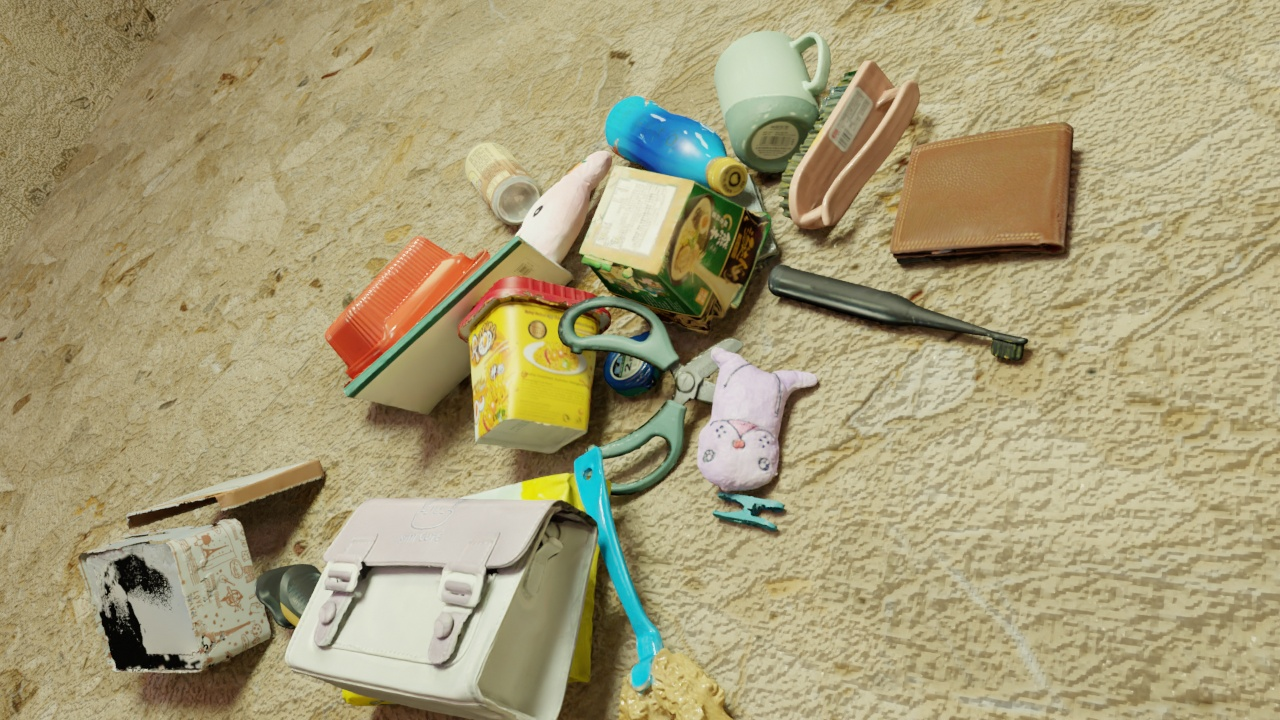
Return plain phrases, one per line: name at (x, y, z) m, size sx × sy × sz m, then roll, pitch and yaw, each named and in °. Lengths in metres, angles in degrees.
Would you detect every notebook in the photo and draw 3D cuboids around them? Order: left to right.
notebook at (-0.163, -0.027, 0.864) m, size 0.209 × 0.150 × 0.012 m, roll -41°, pitch 74°, yaw 6°

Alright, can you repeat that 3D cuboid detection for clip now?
clip at (0.077, 0.108, 0.661) m, size 0.057 × 0.014 × 0.045 m, roll 3°, pitch 64°, yaw 39°

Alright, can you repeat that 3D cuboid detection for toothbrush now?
toothbrush at (0.182, -0.037, 0.675) m, size 0.213 × 0.026 × 0.027 m, roll 23°, pitch 110°, yaw 44°

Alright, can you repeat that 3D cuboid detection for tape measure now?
tape measure at (-0.005, 0.005, 0.792) m, size 0.055 × 0.025 × 0.058 m, roll -14°, pitch 48°, yaw 33°

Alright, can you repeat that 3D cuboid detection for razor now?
razor at (-0.290, 0.239, 0.839) m, size 0.168 × 0.062 × 0.068 m, roll 21°, pitch 105°, yaw 40°

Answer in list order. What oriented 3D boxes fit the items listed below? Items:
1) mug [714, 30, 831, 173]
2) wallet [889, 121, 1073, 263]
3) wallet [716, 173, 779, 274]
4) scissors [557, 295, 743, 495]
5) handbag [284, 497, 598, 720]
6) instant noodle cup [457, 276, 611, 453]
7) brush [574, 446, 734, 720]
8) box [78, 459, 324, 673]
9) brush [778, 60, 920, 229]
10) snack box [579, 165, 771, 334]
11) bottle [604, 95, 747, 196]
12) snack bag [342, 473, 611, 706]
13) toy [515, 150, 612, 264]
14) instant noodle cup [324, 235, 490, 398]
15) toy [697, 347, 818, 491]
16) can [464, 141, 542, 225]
mug at (0.124, -0.235, 0.814) m, size 0.112 × 0.082 × 0.106 m, roll -37°, pitch 44°, yaw 33°
wallet at (0.251, -0.119, 0.676) m, size 0.125 × 0.032 × 0.101 m, roll 0°, pitch 63°, yaw 39°
wallet at (0.053, -0.099, 0.814) m, size 0.130 × 0.037 × 0.106 m, roll -28°, pitch 46°, yaw 20°
scissors at (-0.006, 0.014, 0.735) m, size 0.170 × 0.019 × 0.181 m, roll -41°, pitch 79°, yaw 9°
handbag at (-0.139, 0.165, 0.639) m, size 0.197 × 0.098 × 0.144 m, roll -6°, pitch 53°, yaw 35°
instant noodle cup at (-0.093, 0.008, 0.792) m, size 0.116 × 0.116 × 0.123 m, roll -34°, pitch 50°, yaw 52°
brush at (-0.004, 0.171, 0.631) m, size 0.083 × 0.045 × 0.254 m, roll -36°, pitch 56°, yaw 23°
box at (-0.439, 0.214, 0.953) m, size 0.181 × 0.197 × 0.157 m, roll -14°, pitch 93°, yaw 30°
brush at (0.169, -0.170, 0.752) m, size 0.145 × 0.063 × 0.073 m, roll -57°, pitch 33°, yaw -9°
snack box at (0.021, -0.098, 0.742) m, size 0.118 × 0.105 × 0.117 m, roll 19°, pitch 84°, yaw 31°
bottle at (0.033, -0.197, 0.860) m, size 0.065 × 0.065 × 0.218 m, roll -46°, pitch 35°, yaw 2°
snack bag at (-0.132, 0.189, 0.729) m, size 0.247 × 0.068 × 0.157 m, roll -17°, pitch 52°, yaw 28°
toy at (-0.084, -0.147, 0.936) m, size 0.122 × 0.054 × 0.159 m, roll -24°, pitch 33°, yaw 59°
instant noodle cup at (-0.245, -0.051, 0.930) m, size 0.189 × 0.079 × 0.164 m, roll -23°, pitch 27°, yaw 55°
toy at (0.080, 0.048, 0.682) m, size 0.084 × 0.039 × 0.107 m, roll 13°, pitch 67°, yaw 13°
can at (-0.157, -0.202, 1.039) m, size 0.058 × 0.058 × 0.116 m, roll -43°, pitch 43°, yaw 4°
